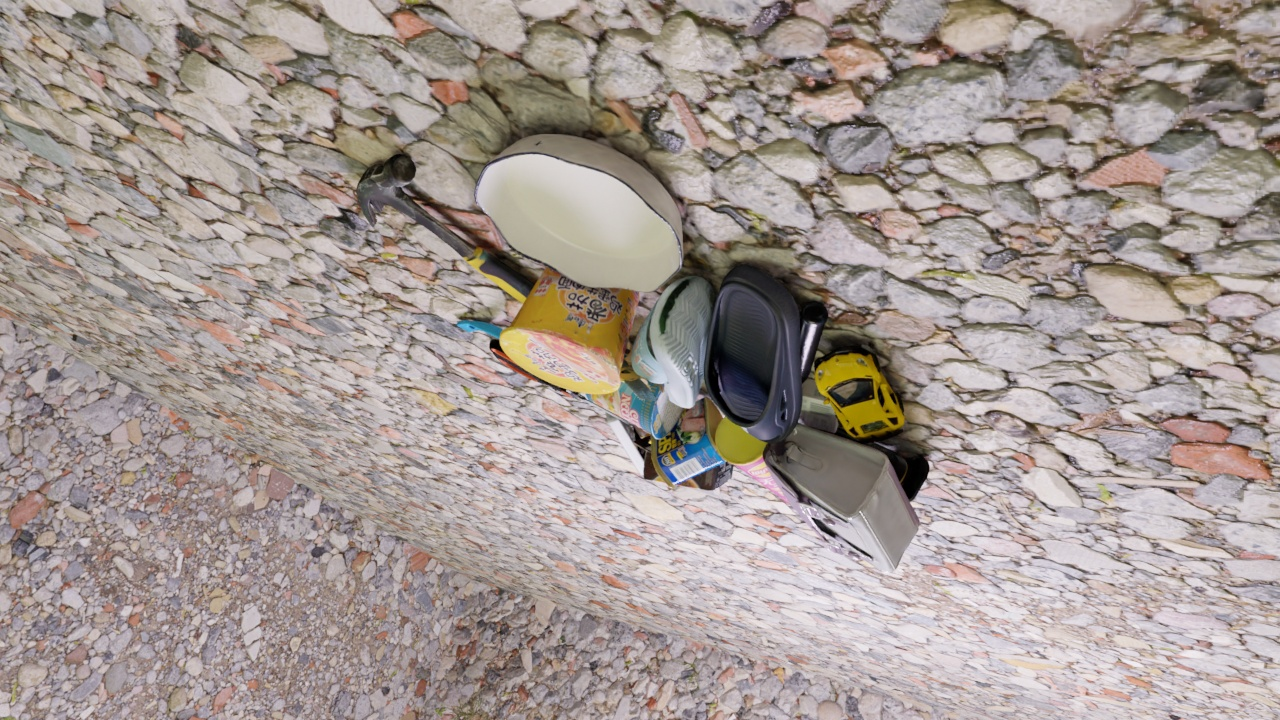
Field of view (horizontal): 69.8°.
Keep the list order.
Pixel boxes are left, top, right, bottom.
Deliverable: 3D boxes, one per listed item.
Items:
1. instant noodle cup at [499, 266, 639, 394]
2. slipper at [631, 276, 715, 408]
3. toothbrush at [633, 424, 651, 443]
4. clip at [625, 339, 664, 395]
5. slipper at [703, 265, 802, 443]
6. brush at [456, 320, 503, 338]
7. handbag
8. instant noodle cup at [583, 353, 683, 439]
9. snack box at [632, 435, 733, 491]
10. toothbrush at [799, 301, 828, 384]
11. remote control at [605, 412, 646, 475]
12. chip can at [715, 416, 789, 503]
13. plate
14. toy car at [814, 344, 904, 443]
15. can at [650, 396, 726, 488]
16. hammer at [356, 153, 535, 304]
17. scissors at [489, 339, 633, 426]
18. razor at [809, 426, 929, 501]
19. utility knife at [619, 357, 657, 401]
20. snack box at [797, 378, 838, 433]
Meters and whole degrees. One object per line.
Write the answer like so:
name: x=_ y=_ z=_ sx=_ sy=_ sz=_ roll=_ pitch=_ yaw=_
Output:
instant noodle cup: x=-0.068 y=-0.042 z=0.992 sx=0.138 sy=0.109 sz=0.138 roll=18 pitch=157 yaw=8
slipper: x=0.034 y=-0.018 z=0.977 sx=0.074 sy=0.104 sz=0.245 roll=18 pitch=163 yaw=12
toothbrush: x=0.010 y=0.111 z=1.388 sx=0.191 sy=0.018 sz=0.016 roll=38 pitch=150 yaw=-29
clip: x=-0.010 y=0.009 z=1.083 sx=0.100 sy=0.071 sz=0.035 roll=41 pitch=158 yaw=47
slipper: x=0.104 y=0.014 z=0.953 sx=0.111 sy=0.083 sz=0.269 roll=33 pitch=154 yaw=26
brush: x=-0.157 y=-0.025 z=1.169 sx=0.255 sy=0.046 sz=0.083 roll=17 pitch=170 yaw=46
handbag: x=0.237 y=0.164 z=1.092 sx=0.145 sy=0.098 sz=0.197 roll=28 pitch=165 yaw=38
instant noodle cup: x=-0.008 y=0.034 z=1.144 sx=0.110 sy=0.099 sz=0.099 roll=19 pitch=158 yaw=24
snack box: x=0.061 y=0.145 z=1.319 sx=0.126 sy=0.053 sz=0.113 roll=8 pitch=-176 yaw=19
toothbrush: x=0.168 y=0.009 z=0.977 sx=0.027 sy=0.026 sz=0.213 roll=23 pitch=151 yaw=13
remote control: x=-0.018 y=0.106 z=1.323 sx=0.021 sy=0.058 sz=0.150 roll=-19 pitch=137 yaw=9
chip can: x=0.169 y=0.128 z=1.175 sx=0.071 sy=0.071 sz=0.210 roll=6 pitch=161 yaw=32
plate: x=-0.052 y=-0.137 z=0.854 sx=0.205 sy=0.045 sz=0.205 roll=19 pitch=158 yaw=8
toy car: x=0.232 y=0.038 z=0.975 sx=0.071 sy=0.041 sz=0.156 roll=-17 pitch=139 yaw=21
can: x=0.063 y=0.102 z=1.169 sx=0.083 sy=0.102 sz=0.057 roll=-27 pitch=120 yaw=18
hammer: x=-0.176 y=-0.111 z=1.034 sx=0.323 sy=0.031 sz=0.126 roll=36 pitch=153 yaw=-32
scissors: x=-0.107 y=0.036 z=1.271 sx=0.235 sy=0.021 sz=0.142 roll=33 pitch=167 yaw=-10
razor: x=0.271 y=0.115 z=1.136 sx=0.167 sy=0.062 sz=0.067 roll=26 pitch=-171 yaw=2
utility knife: x=-0.022 y=0.008 z=1.040 sx=0.031 sy=0.022 sz=0.210 roll=-7 pitch=-153 yaw=-16
snack box: x=0.160 y=0.041 z=1.087 sx=0.157 sy=0.026 sz=0.085 roll=15 pitch=157 yaw=15
